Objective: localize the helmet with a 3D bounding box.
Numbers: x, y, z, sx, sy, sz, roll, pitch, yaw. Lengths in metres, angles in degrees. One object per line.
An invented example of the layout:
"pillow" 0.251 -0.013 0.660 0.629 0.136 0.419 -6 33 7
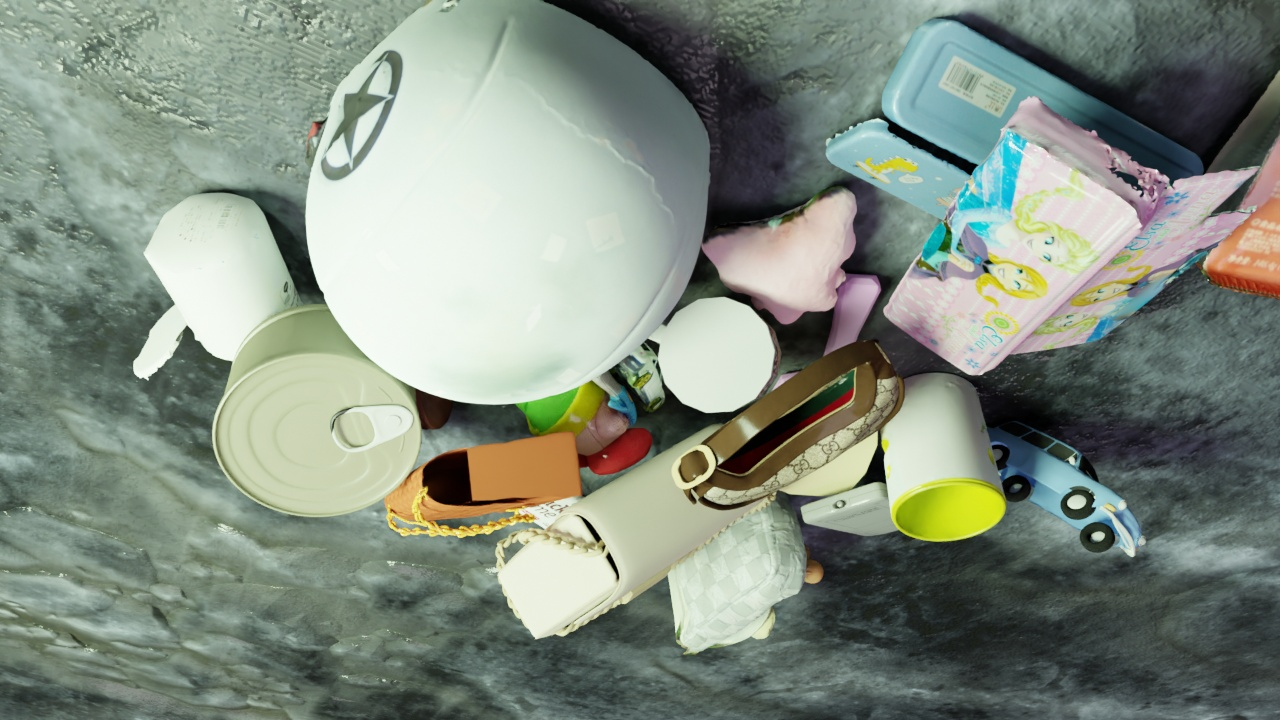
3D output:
"helmet" -0.087 -0.062 0.542 0.236 0.163 0.265 33 132 -28

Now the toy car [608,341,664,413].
"toy car" -0.004 0.004 0.686 0.033 0.048 0.105 -42 159 -8

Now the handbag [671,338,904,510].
"handbag" 0.094 0.043 0.615 0.166 0.063 0.138 -31 157 7

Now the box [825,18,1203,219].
"box" 0.223 -0.111 0.546 0.209 0.049 0.121 21 135 -17

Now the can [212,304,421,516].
"can" -0.215 0.033 0.621 0.127 0.073 0.128 -7 122 -12

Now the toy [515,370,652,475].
"toy" -0.059 0.037 0.697 0.124 0.096 0.131 14 140 53

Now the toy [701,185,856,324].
"toy" 0.100 -0.065 0.606 0.102 0.050 0.093 -17 132 18

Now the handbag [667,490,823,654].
"handbag" 0.102 0.197 0.867 0.123 0.112 0.172 14 139 -25

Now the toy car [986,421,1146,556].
"toy car" 0.326 0.095 0.716 0.054 0.153 0.056 -43 119 -4

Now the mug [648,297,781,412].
"mug" 0.044 -0.009 0.636 0.105 0.073 0.089 22 -176 11

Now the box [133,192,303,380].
"box" -0.314 -0.047 0.643 0.144 0.083 0.137 -4 140 1

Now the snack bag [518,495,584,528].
"snack bag" -0.084 0.141 0.886 0.070 0.016 0.196 -27 131 29

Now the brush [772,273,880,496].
"brush" 0.148 0.028 0.715 0.089 0.043 0.229 4 139 0

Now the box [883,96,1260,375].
"box" 0.245 -0.050 0.539 0.159 0.066 0.231 13 160 5

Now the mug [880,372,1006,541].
"mug" 0.231 0.074 0.714 0.082 0.106 0.083 3 139 2

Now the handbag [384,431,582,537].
"handbag" -0.123 0.098 0.677 0.108 0.060 0.172 -3 169 -24

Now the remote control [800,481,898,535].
"remote control" 0.207 0.133 0.815 0.074 0.019 0.151 -25 153 29

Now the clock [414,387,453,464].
"clock" -0.217 0.030 0.726 0.158 0.072 0.120 -28 130 32

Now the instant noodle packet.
"instant noodle packet" 0.426 -0.135 0.492 0.164 0.083 0.221 11 130 -1

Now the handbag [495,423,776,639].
"handbag" -0.012 0.135 0.746 0.210 0.103 0.209 -27 167 -32
